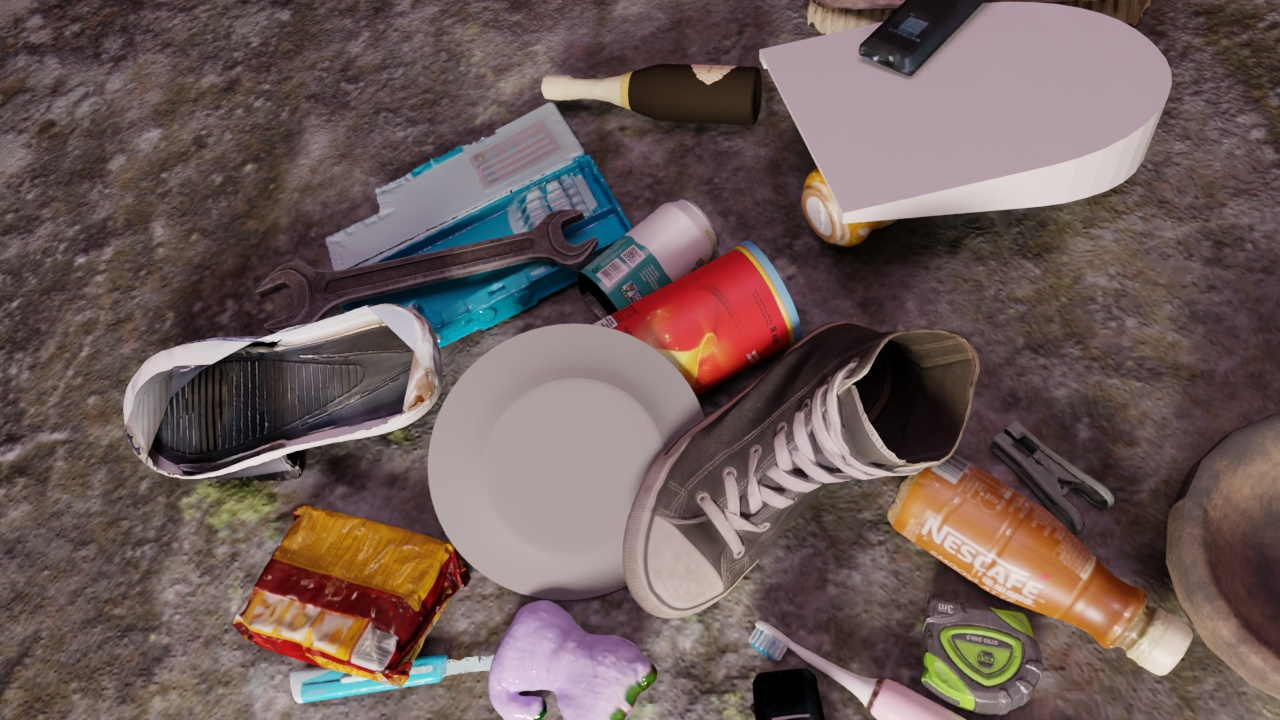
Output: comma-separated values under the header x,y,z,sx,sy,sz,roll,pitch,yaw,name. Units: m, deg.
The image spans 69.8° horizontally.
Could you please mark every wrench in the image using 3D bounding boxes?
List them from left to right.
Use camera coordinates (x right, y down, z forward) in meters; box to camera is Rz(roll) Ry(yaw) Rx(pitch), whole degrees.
x,y,z,sx,sy,sz,roll,pitch,yaw,name
-0.165,-0.069,0.696,0.273,0.010,0.070,-11,59,7,wrench

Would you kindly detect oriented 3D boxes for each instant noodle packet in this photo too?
x,y,z,sx,sy,sz,roll,pitch,yaw,name
-0.190,0.154,0.605,0.135,0.040,0.098,10,55,17,instant noodle packet

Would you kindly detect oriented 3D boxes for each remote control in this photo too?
x,y,z,sx,sy,sz,roll,pitch,yaw,name
0.222,-0.266,0.677,0.047,0.022,0.150,34,68,25,remote control

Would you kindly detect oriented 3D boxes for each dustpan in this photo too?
x,y,z,sx,sy,sz,roll,pitch,yaw,name
0.238,-0.177,0.662,0.258,0.053,0.191,-13,51,-2,dustpan

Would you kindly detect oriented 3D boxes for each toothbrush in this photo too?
x,y,z,sx,sy,sz,roll,pitch,yaw,name
0.162,0.206,0.516,0.223,0.027,0.026,24,68,23,toothbrush

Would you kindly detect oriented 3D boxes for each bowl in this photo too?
x,y,z,sx,sy,sz,roll,pitch,yaw,name
0.369,0.113,0.494,0.162,0.070,0.162,-5,62,9,bowl

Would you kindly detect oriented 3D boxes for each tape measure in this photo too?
x,y,z,sx,sy,sz,roll,pitch,yaw,name
0.083,0.209,0.507,0.042,0.071,0.072,-9,56,11,tape measure
0.193,0.171,0.523,0.066,0.036,0.058,8,56,19,tape measure

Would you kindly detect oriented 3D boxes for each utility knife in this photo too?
x,y,z,sx,sy,sz,roll,pitch,yaw,name
-0.158,0.201,0.593,0.141,0.015,0.022,-10,65,4,utility knife

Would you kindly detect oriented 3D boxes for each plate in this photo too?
x,y,z,sx,sy,sz,roll,pitch,yaw,name
-0.042,0.066,0.574,0.178,0.012,0.178,-1,98,-10,plate

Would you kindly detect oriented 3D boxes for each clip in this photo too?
x,y,z,sx,sy,sz,roll,pitch,yaw,name
0.253,0.071,0.570,0.037,0.023,0.075,-37,60,-7,clip

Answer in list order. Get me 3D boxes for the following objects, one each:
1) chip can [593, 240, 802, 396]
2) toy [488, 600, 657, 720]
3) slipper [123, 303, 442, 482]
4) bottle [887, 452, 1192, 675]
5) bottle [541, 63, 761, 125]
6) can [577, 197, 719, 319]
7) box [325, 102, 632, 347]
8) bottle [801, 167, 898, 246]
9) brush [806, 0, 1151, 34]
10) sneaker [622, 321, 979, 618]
x,y,z,sx,sy,sz,roll,pitch,yaw,name
-0.004,0.004,0.623,0.213,0.087,0.087,-28,61,-5,chip can
-0.045,0.196,0.561,0.100,0.036,0.080,25,81,26,toy
-0.259,0.028,0.673,0.264,0.063,0.111,-14,73,16,slipper
0.228,0.116,0.530,0.167,0.059,0.059,34,74,24,bottle
0.006,-0.223,0.761,0.185,0.045,0.045,7,65,15,bottle
0.006,-0.071,0.677,0.101,0.055,0.055,-40,62,-10,can
-0.139,-0.109,0.737,0.227,0.039,0.181,-27,59,-3,box
0.173,-0.130,0.668,0.109,0.063,0.063,-30,61,-11,bottle
0.269,-0.305,0.741,0.271,0.057,0.083,3,67,14,brush
0.091,0.064,0.540,0.234,0.120,0.095,-38,100,-14,sneaker
